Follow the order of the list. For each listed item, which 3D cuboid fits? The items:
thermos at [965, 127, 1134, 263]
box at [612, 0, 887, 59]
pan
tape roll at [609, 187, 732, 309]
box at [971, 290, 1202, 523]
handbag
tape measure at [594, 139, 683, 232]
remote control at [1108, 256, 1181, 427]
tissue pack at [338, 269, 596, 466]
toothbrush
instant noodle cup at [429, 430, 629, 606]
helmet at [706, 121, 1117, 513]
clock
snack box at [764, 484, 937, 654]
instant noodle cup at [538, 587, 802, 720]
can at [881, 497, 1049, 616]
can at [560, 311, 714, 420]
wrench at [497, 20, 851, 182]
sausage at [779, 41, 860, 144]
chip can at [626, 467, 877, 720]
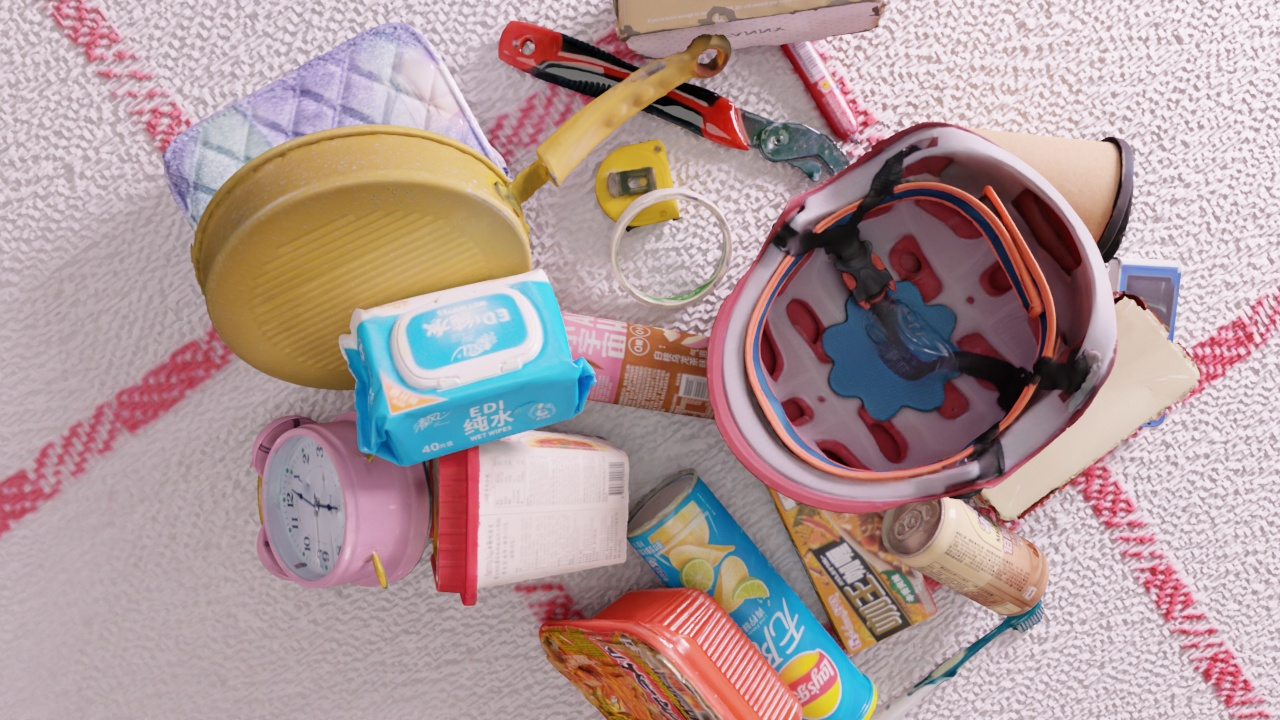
[{"bbox_3d":[0.265,-0.118,0.636,0.143,0.093,0.093,12,94,3],"label":"thermos"},{"bbox_3d":[0.077,-0.238,0.586,0.184,0.089,0.060,-5,96,12],"label":"box"},{"bbox_3d":[-0.096,-0.100,0.566,0.357,0.198,0.078,-24,58,3],"label":"pan"},{"bbox_3d":[0.022,-0.077,0.639,0.085,0.014,0.086,-4,117,-8],"label":"tape roll"},{"bbox_3d":[0.292,0.034,0.640,0.168,0.076,0.091,-40,89,8],"label":"box"},{"bbox_3d":[-0.194,-0.123,0.604,0.194,0.075,0.134,-28,101,0],"label":"handbag"},{"bbox_3d":[-0.003,-0.122,0.641,0.057,0.029,0.060,-13,96,-3],"label":"tape measure"},{"bbox_3d":[0.367,-0.014,0.681,0.049,0.024,0.125,3,96,-5],"label":"remote control"},{"bbox_3d":[-0.105,0.002,0.550,0.140,0.063,0.090,-15,56,-13],"label":"tissue pack"},{"bbox_3d":[0.230,0.242,0.698,0.191,0.016,0.018,-37,107,-1],"label":"toothbrush"},{"bbox_3d":[-0.077,0.095,0.618,0.124,0.116,0.116,1,95,-16],"label":"instant noodle cup"},{"bbox_3d":[0.165,-0.012,0.589,0.240,0.144,0.207,-37,76,10],"label":"helmet"},{"bbox_3d":[-0.208,0.092,0.604,0.159,0.059,0.117,-3,90,41],"label":"clock"},{"bbox_3d":[0.153,0.132,0.676,0.075,0.026,0.154,-26,97,-2],"label":"snack box"},{"bbox_3d":[0.026,0.221,0.616,0.078,0.189,0.164,-43,99,-31],"label":"instant noodle cup"},{"bbox_3d":[0.232,0.135,0.652,0.116,0.058,0.058,30,92,-23],"label":"can"},{"bbox_3d":[-0.004,0.004,0.637,0.147,0.058,0.058,9,94,-5],"label":"can"},{"bbox_3d":[0.031,-0.174,0.645,0.273,0.016,0.056,23,92,-7],"label":"wrench"},{"bbox_3d":[0.112,-0.218,0.646,0.020,0.020,0.156,-34,97,-1],"label":"sausage"},{"bbox_3d":[0.076,0.178,0.652,0.071,0.071,0.210,-40,97,0],"label":"chip can"}]
